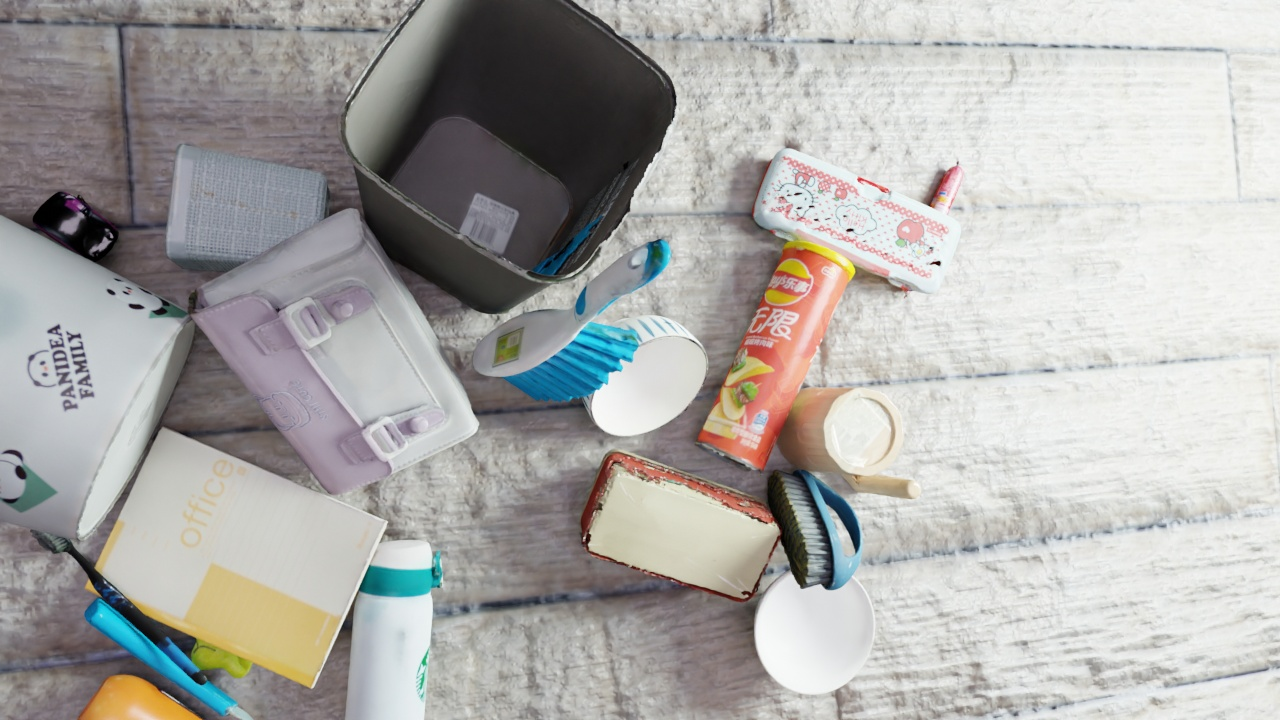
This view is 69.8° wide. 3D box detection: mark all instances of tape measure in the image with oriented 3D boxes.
[{"bbox_3d":[-0.448,-0.108,0.733,0.058,0.057,0.039,41,74,-24],"label":"tape measure"}]

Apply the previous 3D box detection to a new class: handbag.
[{"bbox_3d":[-0.236,0.001,0.726,0.145,0.098,0.197,-26,124,-3],"label":"handbag"}]

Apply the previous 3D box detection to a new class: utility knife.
[{"bbox_3d":[-0.374,0.257,0.751,0.185,0.034,0.018,42,69,-11],"label":"utility knife"}]

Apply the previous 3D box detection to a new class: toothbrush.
[{"bbox_3d":[-0.416,0.194,0.731,0.189,0.016,0.014,42,95,4],"label":"toothbrush"}]

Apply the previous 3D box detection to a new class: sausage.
[{"bbox_3d":[0.296,-0.134,0.933,0.020,0.020,0.155,26,83,-11],"label":"sausage"}]

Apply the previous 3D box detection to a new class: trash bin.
[{"bbox_3d":[-0.477,-0.002,0.644,0.251,0.230,0.229,26,82,-17],"label":"trash bin"},{"bbox_3d":[-0.114,-0.149,0.722,0.198,0.220,0.198,33,71,-10],"label":"trash bin"}]

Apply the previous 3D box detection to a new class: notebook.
[{"bbox_3d":[-0.329,0.158,0.749,0.206,0.010,0.145,23,83,4],"label":"notebook"}]

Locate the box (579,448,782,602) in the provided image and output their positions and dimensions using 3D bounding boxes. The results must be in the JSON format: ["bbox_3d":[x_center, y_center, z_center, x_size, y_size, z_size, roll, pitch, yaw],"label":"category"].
[{"bbox_3d":[0.036,0.149,0.819,0.168,0.077,0.091,20,99,-11],"label":"box"}]

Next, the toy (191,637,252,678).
[{"bbox_3d":[-0.326,0.213,0.764,0.100,0.031,0.096,-11,90,-9],"label":"toy"}]

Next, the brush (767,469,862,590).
[{"bbox_3d":[0.162,0.151,0.833,0.073,0.143,0.055,1,118,-8],"label":"brush"}]

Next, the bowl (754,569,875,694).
[{"bbox_3d":[0.151,0.244,0.860,0.118,0.065,0.118,1,87,-14],"label":"bowl"}]

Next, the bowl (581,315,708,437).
[{"bbox_3d":[-0.005,0.005,0.821,0.116,0.117,0.066,-23,49,-14],"label":"bowl"}]

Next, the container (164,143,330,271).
[{"bbox_3d":[-0.316,-0.116,0.751,0.111,0.090,0.090,7,87,-16],"label":"container"}]

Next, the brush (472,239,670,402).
[{"bbox_3d":[-0.042,-0.023,0.690,0.109,0.315,0.060,20,68,-34],"label":"brush"}]

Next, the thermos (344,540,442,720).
[{"bbox_3d":[-0.209,0.264,0.772,0.073,0.073,0.224,5,86,-14],"label":"thermos"}]

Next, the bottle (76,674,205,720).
[{"bbox_3d":[-0.373,0.310,0.736,0.149,0.067,0.066,35,80,-17],"label":"bottle"}]

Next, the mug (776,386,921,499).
[{"bbox_3d":[0.197,0.080,0.858,0.084,0.104,0.124,-43,97,-12],"label":"mug"}]

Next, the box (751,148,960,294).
[{"bbox_3d":[0.209,-0.132,0.888,0.201,0.047,0.086,21,84,-6],"label":"box"}]

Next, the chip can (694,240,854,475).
[{"bbox_3d":[0.125,-0.004,0.861,0.073,0.073,0.216,28,83,-11],"label":"chip can"}]
